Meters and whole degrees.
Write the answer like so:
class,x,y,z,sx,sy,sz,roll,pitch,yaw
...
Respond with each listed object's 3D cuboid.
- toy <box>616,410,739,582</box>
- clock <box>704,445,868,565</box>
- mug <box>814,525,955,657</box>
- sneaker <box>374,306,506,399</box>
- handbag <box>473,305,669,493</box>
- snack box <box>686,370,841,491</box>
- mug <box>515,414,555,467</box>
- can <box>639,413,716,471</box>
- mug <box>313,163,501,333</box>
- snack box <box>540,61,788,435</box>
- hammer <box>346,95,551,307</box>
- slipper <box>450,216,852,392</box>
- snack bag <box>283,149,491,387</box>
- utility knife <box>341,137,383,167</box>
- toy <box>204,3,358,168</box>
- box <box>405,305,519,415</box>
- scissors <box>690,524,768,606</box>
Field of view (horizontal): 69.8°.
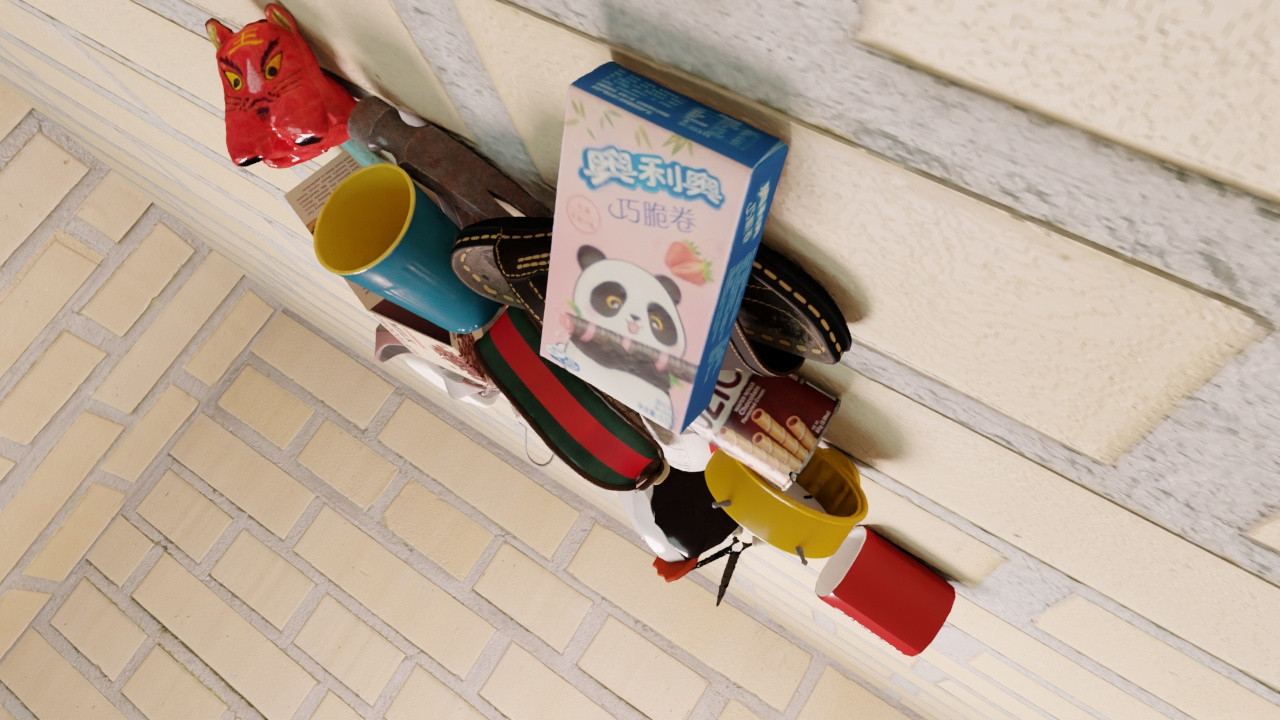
class,x,y,z,sx,sy,sz,roll,pitch,yaw
toy,0.022,0.093,0.889,0.184,0.140,0.159,55,-177,-28
clock,0.106,0.086,0.663,0.113,0.052,0.151,32,-158,9
mug,0.227,0.216,0.872,0.096,0.080,0.116,34,174,2
sneaker,-0.133,-0.002,0.831,0.236,0.089,0.099,14,171,10
handbag,-0.040,0.026,0.660,0.166,0.063,0.138,47,-170,18
snack box,0.059,0.023,0.591,0.121,0.072,0.072,32,167,7
mug,-0.106,0.068,1.080,0.070,0.113,0.084,40,-177,-14
can,0.037,0.040,0.709,0.070,0.070,0.132,30,167,17
mug,-0.147,-0.067,0.617,0.078,0.078,0.121,26,173,32
snack box,0.004,-0.044,0.413,0.088,0.033,0.154,29,136,18
hammer,-0.125,-0.090,0.726,0.138,0.035,0.315,32,168,6
slipper,-0.013,-0.028,0.518,0.268,0.075,0.113,11,156,35
snack bag,-0.195,-0.067,0.757,0.206,0.070,0.094,49,174,21
utility knife,-0.247,-0.191,0.693,0.141,0.015,0.022,44,-177,-37
toy,-0.232,-0.184,0.619,0.133,0.088,0.094,-106,-4,-80
box,-0.132,0.004,0.921,0.151,0.107,0.132,39,167,-33
scissors,0.106,0.170,0.911,0.157,0.171,0.012,-97,-13,-56
